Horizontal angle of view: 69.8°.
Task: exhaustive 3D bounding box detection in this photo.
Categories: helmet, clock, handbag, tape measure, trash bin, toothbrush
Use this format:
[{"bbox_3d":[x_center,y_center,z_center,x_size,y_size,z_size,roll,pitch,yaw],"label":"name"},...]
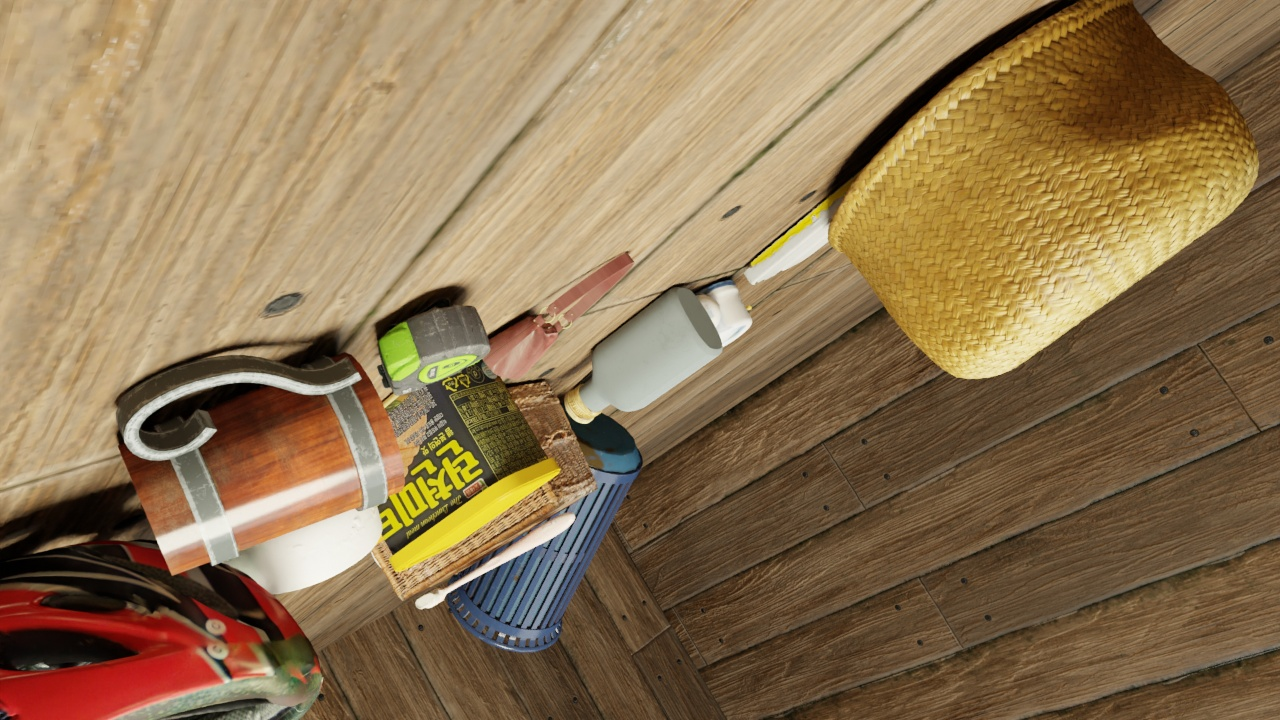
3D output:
[{"bbox_3d":[-0.307,0.188,0.483,0.272,0.167,0.218,-22,156,-4],"label":"helmet"},{"bbox_3d":[0.056,-0.036,0.905,0.089,0.052,0.125,-37,167,37],"label":"clock"},{"bbox_3d":[-0.053,-0.033,0.628,0.120,0.029,0.055,-38,169,8],"label":"handbag"},{"bbox_3d":[-0.114,-0.010,0.501,0.058,0.036,0.066,-19,171,-20],"label":"tape measure"},{"bbox_3d":[-0.102,0.177,1.004,0.139,0.139,0.250,-15,135,-63],"label":"trash bin"},{"bbox_3d":[-0.135,0.186,0.850,0.181,0.015,0.018,-32,166,14],"label":"toothbrush"}]

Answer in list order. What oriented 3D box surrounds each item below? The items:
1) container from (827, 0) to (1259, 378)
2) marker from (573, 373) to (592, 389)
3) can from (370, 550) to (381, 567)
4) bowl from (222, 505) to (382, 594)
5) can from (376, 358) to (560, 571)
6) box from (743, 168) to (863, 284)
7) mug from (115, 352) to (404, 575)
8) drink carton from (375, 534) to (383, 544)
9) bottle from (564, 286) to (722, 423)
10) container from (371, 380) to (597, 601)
[{"bbox_3d":[0.325,-0.125,0.759,0.306,0.196,0.307,-33,168,-8],"label":"container"},{"bbox_3d":[-0.039,0.012,0.947,0.021,0.017,0.124,14,148,-29],"label":"marker"},{"bbox_3d":[-0.236,0.194,1.058,0.088,0.088,0.165,-33,171,13],"label":"can"},{"bbox_3d":[-0.224,0.099,0.587,0.105,0.054,0.104,-9,-159,3],"label":"bowl"},{"bbox_3d":[-0.138,0.069,0.640,0.131,0.101,0.072,-36,171,28],"label":"can"},{"bbox_3d":[0.197,-0.144,0.877,0.126,0.023,0.210,-21,165,-47],"label":"box"},{"bbox_3d":[-0.183,0.039,0.440,0.110,0.081,0.118,-23,144,-29],"label":"mug"},{"bbox_3d":[-0.230,0.123,0.769,0.123,0.058,0.041,-34,171,14],"label":"drink carton"},{"bbox_3d":[-0.005,0.005,0.840,0.162,0.072,0.046,-36,165,29],"label":"bottle"},{"bbox_3d":[-0.150,0.115,0.828,0.199,0.112,0.113,-33,172,15],"label":"container"}]
